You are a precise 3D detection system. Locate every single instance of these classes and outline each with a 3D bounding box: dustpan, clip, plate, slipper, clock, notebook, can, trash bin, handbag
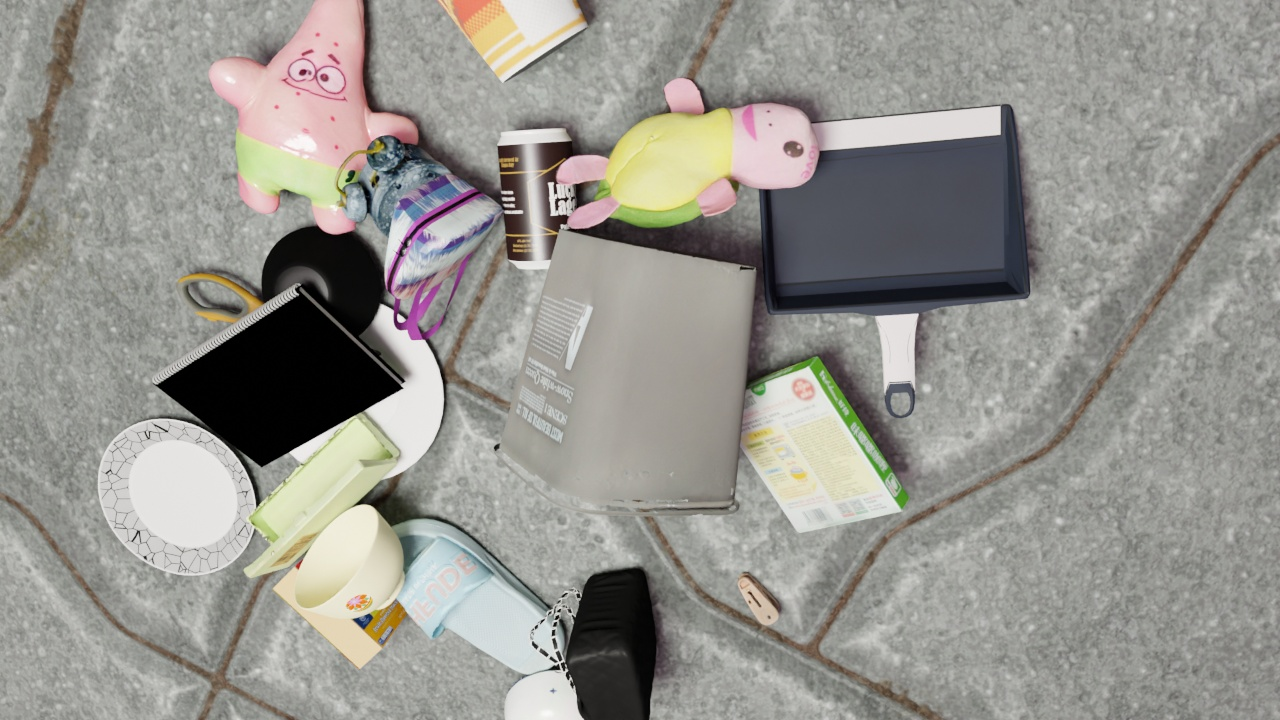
[{"bbox_3d":[0.234,-0.088,0.855,0.236,0.080,0.273,-3,104,8],"label":"dustpan"},{"bbox_3d":[0.128,0.255,0.989,0.024,0.045,0.062,-34,79,13],"label":"clip"},{"bbox_3d":[-0.311,0.031,0.987,0.209,0.015,0.209,2,105,7],"label":"plate"},{"bbox_3d":[-0.524,0.155,1.045,0.189,0.016,0.189,2,105,7],"label":"plate"},{"bbox_3d":[-0.191,0.264,1.002,0.245,0.074,0.104,36,105,-4],"label":"slipper"},{"bbox_3d":[-0.233,-0.164,0.874,0.052,0.129,0.090,45,106,25],"label":"clock"},{"bbox_3d":[-0.368,0.021,0.933,0.207,0.016,0.149,-27,124,19],"label":"notebook"},{"bbox_3d":[-0.097,-0.156,0.883,0.072,0.071,0.129,-2,104,7],"label":"can"},{"bbox_3d":[-0.005,0.005,0.840,0.197,0.197,0.220,6,100,-31],"label":"trash bin"},{"bbox_3d":[-0.202,-0.087,0.892,0.068,0.144,0.170,36,132,9],"label":"handbag"},{"bbox_3d":[-0.041,0.308,0.955,0.115,0.153,0.125,-13,107,6],"label":"handbag"}]

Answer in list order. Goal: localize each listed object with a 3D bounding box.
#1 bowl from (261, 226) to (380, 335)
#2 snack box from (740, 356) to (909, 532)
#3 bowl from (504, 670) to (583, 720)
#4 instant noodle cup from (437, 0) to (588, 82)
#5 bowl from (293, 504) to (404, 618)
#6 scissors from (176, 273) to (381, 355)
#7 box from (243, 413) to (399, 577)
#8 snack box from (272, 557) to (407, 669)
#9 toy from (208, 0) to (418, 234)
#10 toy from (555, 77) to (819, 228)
[{"bbox_3d":[-0.329,-0.070,0.916,0.124,0.052,0.124,1,102,2],"label":"bowl"},{"bbox_3d":[0.165,0.088,0.903,0.132,0.027,0.168,-25,102,47],"label":"snack box"},{"bbox_3d":[-0.095,0.403,1.014,0.113,0.063,0.114,-1,123,-2],"label":"bowl"},{"bbox_3d":[-0.118,-0.328,0.823,0.123,0.123,0.121,-29,107,13],"label":"instant noodle cup"},{"bbox_3d":[-0.286,0.218,0.945,0.118,0.117,0.074,-35,124,14],"label":"bowl"},{"bbox_3d":[-0.387,-0.013,0.968,0.225,0.016,0.225,16,104,1],"label":"scissors"},{"bbox_3d":[-0.350,0.139,0.981,0.188,0.091,0.083,-42,73,11],"label":"box"},{"bbox_3d":[-0.325,0.262,1.010,0.040,0.088,0.126,-43,96,15],"label":"snack box"},{"bbox_3d":[-0.307,-0.245,0.877,0.192,0.097,0.237,14,98,-21],"label":"toy"},{"bbox_3d":[0.042,-0.178,0.833,0.238,0.189,0.088,-17,138,2],"label":"toy"}]
